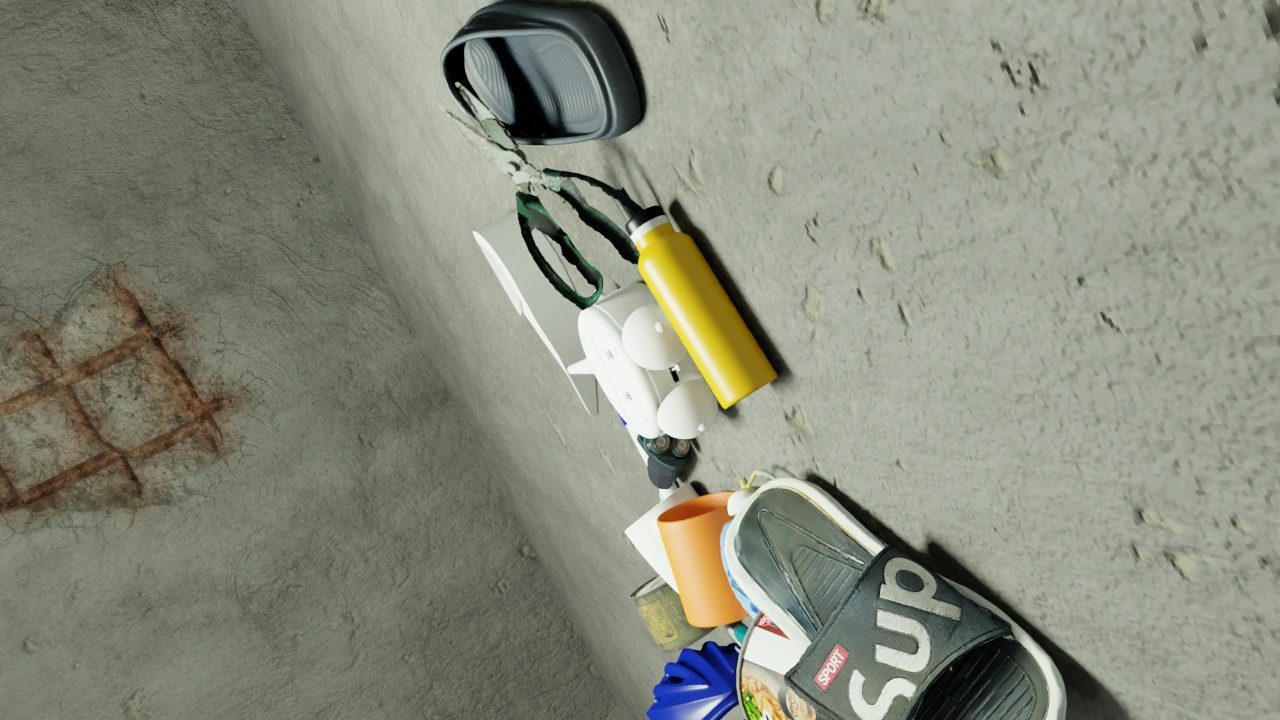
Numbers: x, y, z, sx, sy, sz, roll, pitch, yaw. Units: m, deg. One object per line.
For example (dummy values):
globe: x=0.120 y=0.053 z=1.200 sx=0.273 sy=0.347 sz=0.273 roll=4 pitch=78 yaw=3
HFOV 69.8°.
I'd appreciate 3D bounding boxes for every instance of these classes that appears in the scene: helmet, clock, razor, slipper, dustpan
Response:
helmet: x=0.103 y=0.418 z=0.997 sx=0.227 sy=0.147 sz=0.242 roll=62 pitch=165 yaw=11
clock: x=-0.004 y=0.004 z=0.769 sx=0.161 sy=0.072 sz=0.125 roll=22 pitch=138 yaw=65
razor: x=0.023 y=0.094 z=0.898 sx=0.052 sy=0.047 sz=0.143 roll=30 pitch=158 yaw=13
clock: x=0.102 y=0.145 z=0.710 sx=0.089 sy=0.051 sz=0.125 roll=26 pitch=128 yaw=59
slipper: x=0.128 y=0.151 z=0.558 sx=0.063 sy=0.111 sz=0.264 roll=31 pitch=-174 yaw=-33
slipper: x=-0.093 y=-0.201 z=0.682 sx=0.268 sy=0.083 sz=0.111 roll=31 pitch=148 yaw=57
dustpan: x=-0.127 y=-0.056 z=1.064 sx=0.191 sy=0.053 sz=0.258 roll=53 pitch=162 yaw=25

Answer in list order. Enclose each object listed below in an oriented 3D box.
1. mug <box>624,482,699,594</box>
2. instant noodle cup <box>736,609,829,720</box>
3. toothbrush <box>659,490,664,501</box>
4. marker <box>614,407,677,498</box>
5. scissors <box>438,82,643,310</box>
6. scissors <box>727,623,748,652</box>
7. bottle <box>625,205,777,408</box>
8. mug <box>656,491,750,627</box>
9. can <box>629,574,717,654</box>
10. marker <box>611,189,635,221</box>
mug: x=0.040 y=0.178 z=0.895 sx=0.087 sy=0.081 sz=0.114 roll=52 pitch=-178 yaw=9
instant noodle cup: x=0.151 y=0.224 z=0.620 sx=0.122 sy=0.123 sz=0.123 roll=5 pitch=123 yaw=60
toothbrush: x=0.036 y=0.187 z=1.058 sx=0.021 sy=0.016 sz=0.135 roll=46 pitch=156 yaw=40
marker: x=0.011 y=0.102 z=0.978 sx=0.141 sy=0.020 sz=0.020 roll=63 pitch=164 yaw=-7
scissors: x=-0.058 y=-0.127 z=0.667 sx=0.138 sy=0.015 sz=0.210 roll=-9 pitch=127 yaw=41
scissors: x=0.103 y=0.249 z=0.769 sx=0.126 sy=0.019 sz=0.155 roll=49 pitch=162 yaw=39
bottle: x=0.038 y=-0.039 z=0.626 sx=0.143 sy=0.043 sz=0.043 roll=59 pitch=164 yaw=7
mug: x=0.069 y=0.172 z=0.829 sx=0.112 sy=0.078 sz=0.096 roll=-26 pitch=-81 yaw=-73
can: x=0.045 y=0.281 z=1.051 sx=0.074 sy=0.089 sz=0.090 roll=60 pitch=164 yaw=4
marker: x=0.020 y=-0.066 z=0.692 sx=0.152 sy=0.011 sz=0.011 roll=58 pitch=163 yaw=9
